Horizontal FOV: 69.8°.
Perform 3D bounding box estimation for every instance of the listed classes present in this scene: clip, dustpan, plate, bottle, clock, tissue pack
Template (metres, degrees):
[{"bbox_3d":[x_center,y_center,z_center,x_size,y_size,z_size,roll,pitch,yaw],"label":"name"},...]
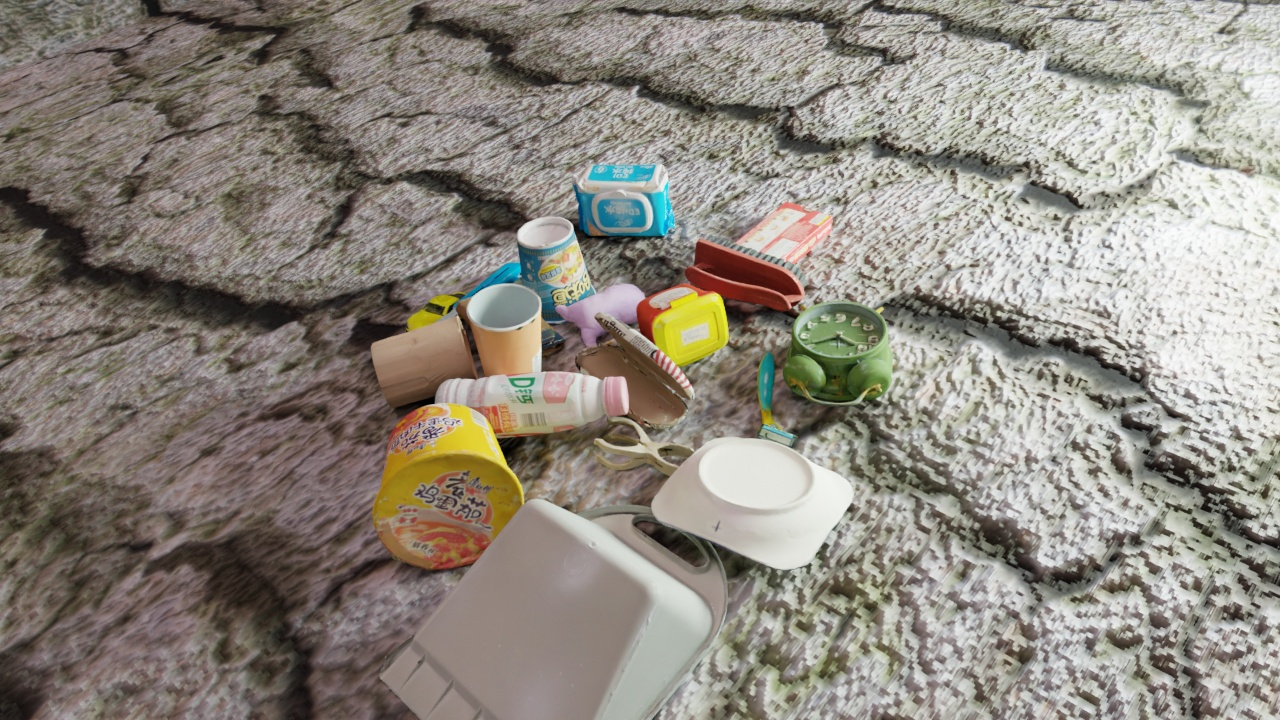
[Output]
[{"bbox_3d":[-0.004,0.101,0.938,0.105,0.035,0.082,29,50,27],"label":"clip"},{"bbox_3d":[-0.052,0.236,0.806,0.223,0.142,0.257,28,82,36],"label":"dustpan"},{"bbox_3d":[0.108,0.119,0.865,0.164,0.034,0.163,18,34,26],"label":"plate"},{"bbox_3d":[-0.112,0.044,0.959,0.197,0.068,0.068,-6,40,9],"label":"bottle"},{"bbox_3d":[0.215,-0.003,0.998,0.116,0.056,0.160,2,41,14],"label":"clock"},{"bbox_3d":[-0.023,-0.219,1.273,0.140,0.090,0.063,3,41,13],"label":"tissue pack"}]

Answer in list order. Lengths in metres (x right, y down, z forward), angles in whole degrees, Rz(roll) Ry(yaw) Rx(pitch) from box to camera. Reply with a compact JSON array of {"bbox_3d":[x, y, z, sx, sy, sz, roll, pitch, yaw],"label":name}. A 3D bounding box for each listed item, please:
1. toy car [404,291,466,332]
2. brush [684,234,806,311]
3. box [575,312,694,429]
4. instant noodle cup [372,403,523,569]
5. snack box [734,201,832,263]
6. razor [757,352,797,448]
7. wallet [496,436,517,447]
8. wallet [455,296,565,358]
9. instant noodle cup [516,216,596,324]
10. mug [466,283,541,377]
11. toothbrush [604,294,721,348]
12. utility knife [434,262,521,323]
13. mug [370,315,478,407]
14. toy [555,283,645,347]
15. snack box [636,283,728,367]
[{"bbox_3d":[-0.256,-0.060,1.166,0.048,0.032,0.105,13,33,24],"label":"toy car"},{"bbox_3d":[0.129,-0.099,1.118,0.146,0.063,0.069,22,44,22],"label":"brush"},{"bbox_3d":[-0.003,0.002,1.011,0.076,0.088,0.163,-15,37,-34],"label":"box"},{"bbox_3d":[-0.189,0.114,0.888,0.138,0.138,0.109,-16,33,-8],"label":"instant noodle cup"},{"bbox_3d":[0.180,-0.155,1.207,0.075,0.025,0.152,25,51,35],"label":"snack box"},{"bbox_3d":[0.139,0.040,0.983,0.043,0.028,0.132,19,40,-14],"label":"razor"},{"bbox_3d":[-0.167,0.061,1.027,0.122,0.020,0.096,-32,50,-27],"label":"wallet"},{"bbox_3d":[-0.158,-0.043,1.112,0.090,0.033,0.115,-19,48,-36],"label":"wallet"},{"bbox_3d":[-0.110,-0.118,1.155,0.099,0.110,0.099,-5,39,4],"label":"instant noodle cup"},{"bbox_3d":[-0.142,-0.012,1.001,0.078,0.123,0.078,-1,42,1],"label":"mug"},{"bbox_3d":[0.017,-0.044,1.117,0.191,0.016,0.018,-26,32,-19],"label":"toothbrush"},{"bbox_3d":[-0.206,-0.083,1.179,0.034,0.018,0.190,11,33,23],"label":"utility knife"},{"bbox_3d":[-0.252,-0.002,1.080,0.103,0.084,0.124,-17,16,-7],"label":"mug"},{"bbox_3d":[-0.038,-0.059,1.128,0.107,0.039,0.084,-25,60,-22],"label":"toy"},{"bbox_3d":[0.045,-0.045,1.065,0.091,0.082,0.080,-22,32,-16],"label":"snack box"}]
